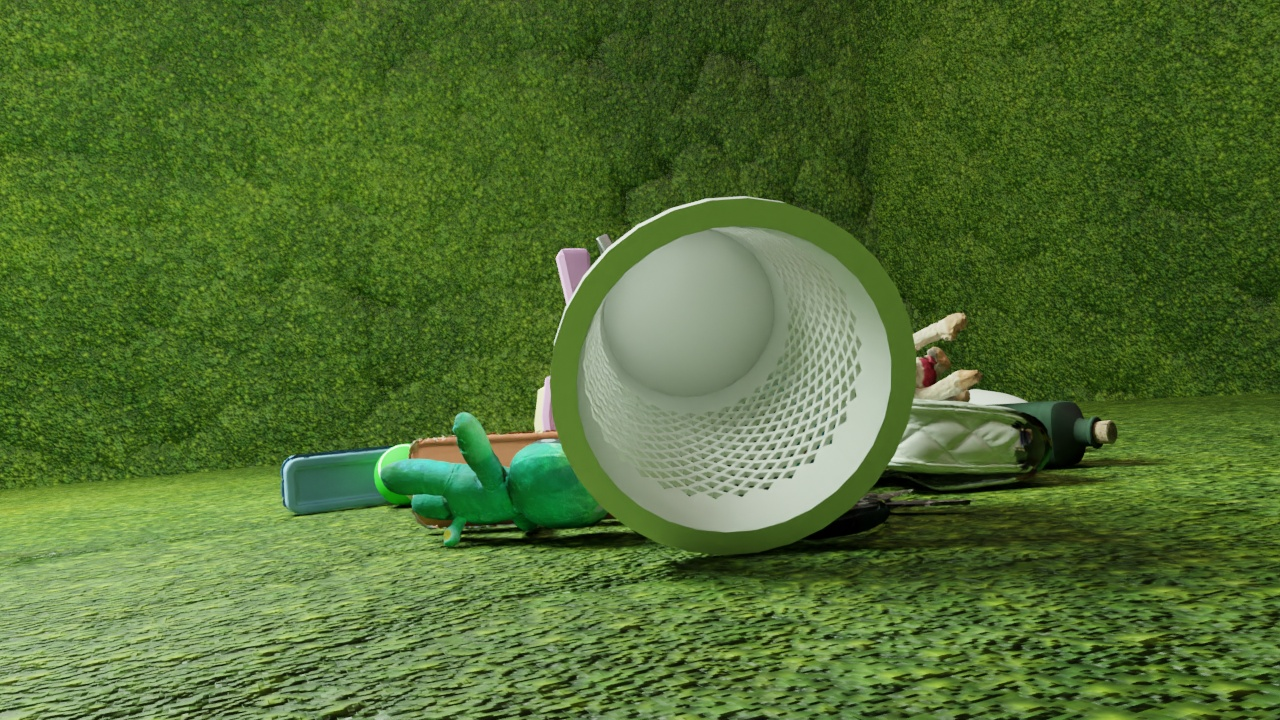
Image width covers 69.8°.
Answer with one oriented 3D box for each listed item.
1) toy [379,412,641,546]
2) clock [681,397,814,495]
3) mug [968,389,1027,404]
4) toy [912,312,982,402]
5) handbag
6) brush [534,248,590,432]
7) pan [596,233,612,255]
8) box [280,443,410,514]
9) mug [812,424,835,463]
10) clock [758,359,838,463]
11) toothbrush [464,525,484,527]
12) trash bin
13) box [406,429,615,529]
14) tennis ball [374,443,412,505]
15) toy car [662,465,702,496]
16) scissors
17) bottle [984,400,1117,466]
[{"bbox_3d":[-0.087,0.092,0.627,0.194,0.072,0.131,-6,-39,23],"label":"toy"},{"bbox_3d":[0.060,0.068,0.748,0.157,0.073,0.122,22,-22,-27],"label":"clock"},{"bbox_3d":[0.420,0.080,1.035,0.107,0.071,0.089,27,-7,-23],"label":"mug"},{"bbox_3d":[0.257,0.003,0.865,0.106,0.085,0.074,-4,-26,6],"label":"toy"},{"bbox_3d":[0.253,0.073,0.810,0.139,0.072,0.195,4,-3,0],"label":"handbag"},{"bbox_3d":[-0.049,0.018,0.793,0.089,0.228,0.043,-4,-11,-22],"label":"brush"},{"bbox_3d":[-0.005,0.005,0.892,0.041,0.178,0.358,-25,-34,-6],"label":"pan"},{"bbox_3d":[-0.286,0.126,1.011,0.209,0.066,0.037,-3,1,-29],"label":"box"},{"bbox_3d":[0.172,0.088,0.952,0.104,0.084,0.112,9,19,-30],"label":"mug"},{"bbox_3d":[0.118,0.062,0.857,0.117,0.060,0.162,18,-40,5],"label":"clock"},{"bbox_3d":[-0.078,0.121,0.733,0.135,0.016,0.021,-5,2,0],"label":"toothbrush"},{"bbox_3d":[0.043,-0.011,0.580,0.195,0.195,0.199,-4,14,-3],"label":"trash bin"},{"bbox_3d":[-0.086,0.093,0.703,0.187,0.085,0.048,-3,-8,8],"label":"box"},{"bbox_3d":[-0.248,0.121,0.973,0.065,0.065,0.065,-4,-3,0],"label":"tennis ball"},{"bbox_3d":[0.029,0.098,0.687,0.037,0.040,0.092,-4,-3,-7],"label":"toy car"},{"bbox_3d":[0.117,0.103,0.630,0.202,0.015,0.201,-9,-5,34],"label":"scissors"},{"bbox_3d":[0.381,0.070,0.871,0.061,0.061,0.131,1,-5,-39],"label":"bottle"}]
